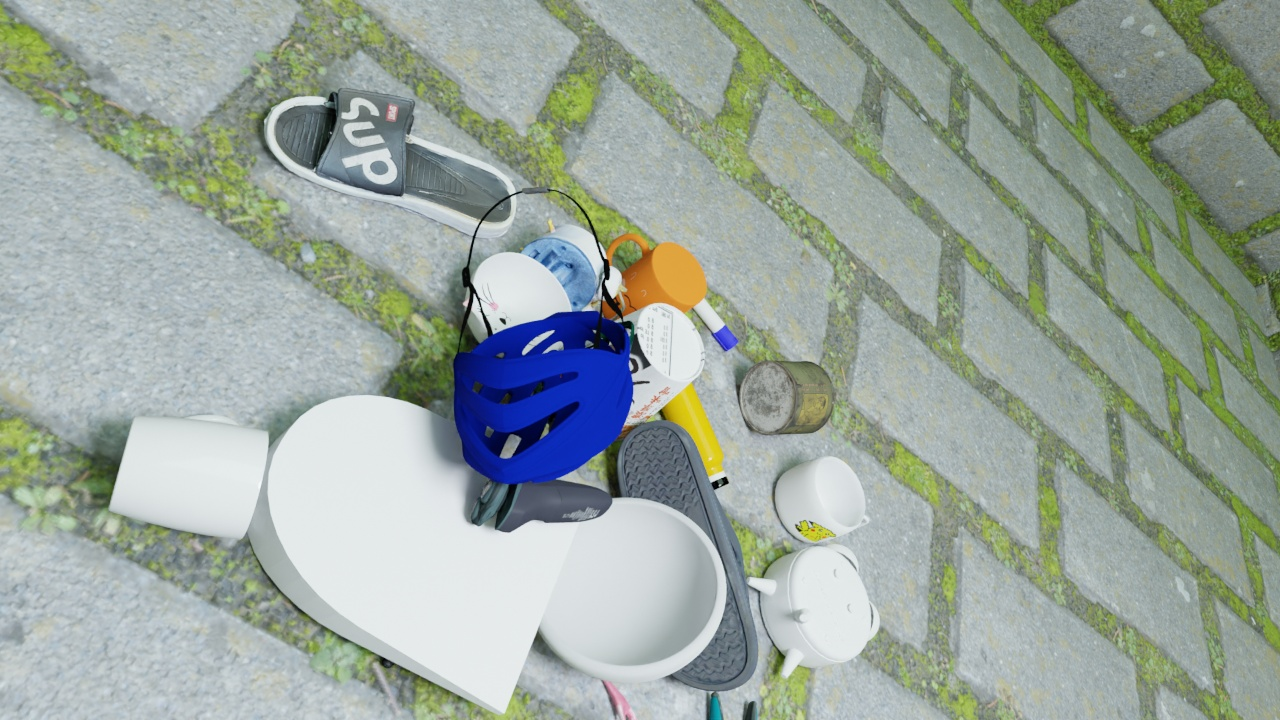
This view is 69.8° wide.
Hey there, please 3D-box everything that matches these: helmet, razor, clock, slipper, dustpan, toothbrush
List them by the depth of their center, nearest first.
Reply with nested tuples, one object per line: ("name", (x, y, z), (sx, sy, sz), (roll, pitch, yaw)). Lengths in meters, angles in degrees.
("dustpan", (-0.191, 0.143, 0.756), (0.257, 0.053, 0.191), (39, 46, -19))
("helmet", (-0.087, -0.021, 0.770), (0.241, 0.148, 0.228), (-65, 150, -63))
("razor", (-0.081, 0.124, 0.796), (0.142, 0.047, 0.052), (11, 36, -41))
("toothbrush", (-0.015, 0.321, 0.834), (0.021, 0.016, 0.135), (-12, 74, -54))
("slipper", (-0.232, -0.202, 0.911), (0.263, 0.063, 0.111), (20, 54, -35))
("slipper", (0.046, 0.193, 0.917), (0.083, 0.111, 0.268), (33, 39, -66))
("clock", (-0.070, -0.086, 0.968), (0.125, 0.089, 0.051), (46, 38, -11))
("clock", (0.201, 0.269, 1.013), (0.160, 0.073, 0.125), (-7, 71, -43))

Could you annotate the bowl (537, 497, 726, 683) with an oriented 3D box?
("bowl", (-0.013, 0.215, 0.835), (0.176, 0.066, 0.176), (1, 48, -2))

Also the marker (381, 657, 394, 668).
("marker", (-0.170, 0.195, 0.774), (0.011, 0.011, 0.151), (46, 45, -11))

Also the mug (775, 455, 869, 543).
("mug", (0.219, 0.171, 1.089), (0.115, 0.068, 0.094), (35, 48, -22))

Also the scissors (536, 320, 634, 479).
("scissors", (-0.086, 0.048, 0.903), (0.015, 0.137, 0.209), (35, 76, -42))

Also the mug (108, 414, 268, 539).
("mug", (-0.327, 0.072, 0.668), (0.087, 0.081, 0.114), (16, 26, -28))

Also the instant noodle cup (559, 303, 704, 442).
("instant noodle cup", (-0.006, 0.005, 0.946), (0.123, 0.122, 0.123), (21, 54, -32))

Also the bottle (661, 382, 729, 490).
("bottle", (0.056, 0.076, 1.018), (0.043, 0.043, 0.143), (-14, 76, -45))

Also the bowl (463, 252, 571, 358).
("bowl", (-0.129, -0.046, 0.918), (0.114, 0.051, 0.114), (20, 55, -32))

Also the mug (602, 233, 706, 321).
("mug", (0.005, -0.091, 1.029), (0.077, 0.096, 0.112), (-31, 89, -46))

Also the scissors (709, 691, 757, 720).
("scissors", (0.090, 0.391, 0.886), (0.125, 0.019, 0.154), (-26, 87, -45))

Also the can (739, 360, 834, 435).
("can", (0.177, 0.045, 1.109), (0.074, 0.090, 0.089), (2, 66, -41))

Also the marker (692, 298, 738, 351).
("marker", (0.070, -0.072, 1.133), (0.141, 0.020, 0.020), (50, 44, -7))
